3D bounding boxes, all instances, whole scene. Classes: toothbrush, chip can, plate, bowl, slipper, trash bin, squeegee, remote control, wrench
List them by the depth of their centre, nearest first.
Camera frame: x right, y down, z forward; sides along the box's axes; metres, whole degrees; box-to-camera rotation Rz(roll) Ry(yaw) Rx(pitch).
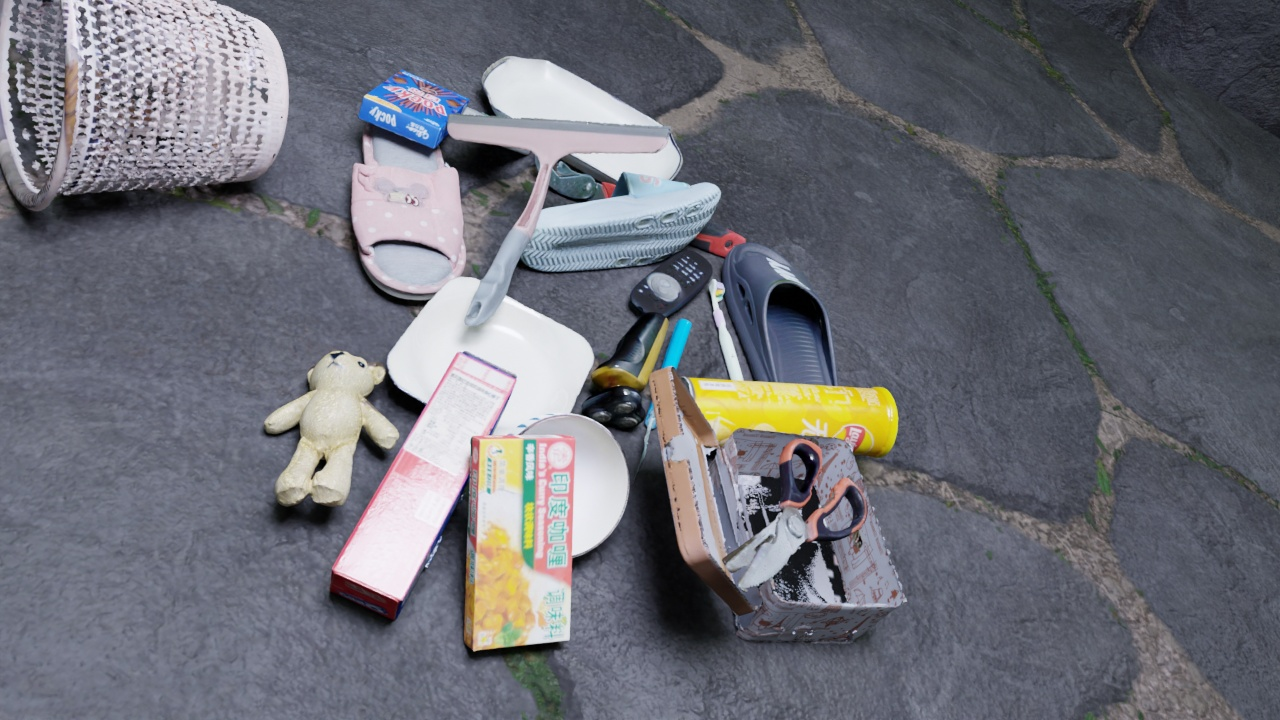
[{"bbox_3d":[-0.074,0.099,0.752,0.116,0.066,0.116,-1,93,-26],"label":"bowl"},{"bbox_3d":[-0.429,-0.240,0.800,0.191,0.228,0.227,-6,53,-47],"label":"trash bin"},{"bbox_3d":[-0.135,0.007,0.841,0.164,0.034,0.163,28,44,-2],"label":"plate"},{"bbox_3d":[-0.118,-0.130,0.891,0.248,0.040,0.249,9,62,18],"label":"squeegee"},{"bbox_3d":[0.140,0.056,0.894,0.213,0.072,0.072,4,49,-15],"label":"chip can"},{"bbox_3d":[-0.236,-0.170,0.934,0.114,0.055,0.274,6,47,-23],"label":"slipper"},{"bbox_3d":[0.098,-0.012,0.995,0.020,0.029,0.189,-18,51,11],"label":"toothbrush"},{"bbox_3d":[-0.026,-0.154,1.000,0.244,0.104,0.074,-13,62,-27],"label":"slipper"},{"bbox_3d":[0.169,-0.042,1.013,0.110,0.084,0.267,7,51,-22],"label":"slipper"},{"bbox_3d":[0.034,-0.082,1.019,0.053,0.024,0.136,41,46,9],"label":"remote control"},{"bbox_3d":[-0.158,-0.257,1.030,0.056,0.019,0.135,33,10,1],"label":"remote control"},{"bbox_3d":[0.000,-0.183,1.080,0.273,0.056,0.016,24,20,-12],"label":"wrench"},{"bbox_3d":[-0.075,-0.289,1.143,0.265,0.034,0.161,29,44,-2],"label":"plate"}]

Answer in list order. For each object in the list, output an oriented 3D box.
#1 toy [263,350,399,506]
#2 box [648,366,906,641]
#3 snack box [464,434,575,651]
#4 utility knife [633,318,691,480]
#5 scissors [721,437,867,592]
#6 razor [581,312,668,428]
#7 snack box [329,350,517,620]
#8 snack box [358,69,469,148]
[{"bbox_3d":[-0.245,0.052,0.719,0.105,0.066,0.157,1,41,-5],"label":"toy"},{"bbox_3d":[0.096,0.131,0.783,0.273,0.125,0.178,27,38,-37],"label":"box"},{"bbox_3d":[-0.091,0.135,0.690,0.077,0.027,0.155,2,90,-27],"label":"snack box"},{"bbox_3d":[0.020,0.034,0.904,0.018,0.034,0.215,19,46,2],"label":"utility knife"},{"bbox_3d":[0.115,0.114,0.714,0.205,0.015,0.196,24,41,-33],"label":"scissors"},{"bbox_3d":[-0.005,0.005,0.907,0.067,0.062,0.167,54,33,-19],"label":"razor"},{"bbox_3d":[-0.162,0.091,0.708,0.058,0.057,0.206,26,55,-4],"label":"snack box"},{"bbox_3d":[-0.247,-0.281,1.017,0.084,0.026,0.157,22,26,-9],"label":"snack box"}]
